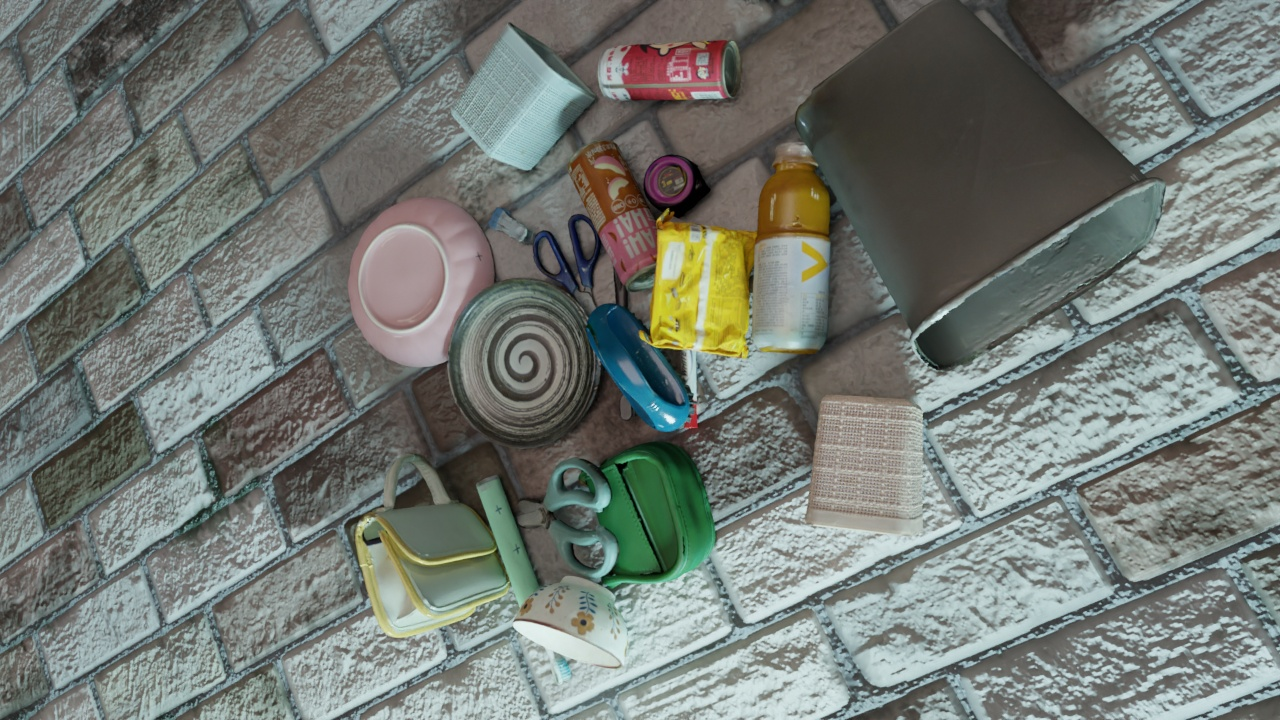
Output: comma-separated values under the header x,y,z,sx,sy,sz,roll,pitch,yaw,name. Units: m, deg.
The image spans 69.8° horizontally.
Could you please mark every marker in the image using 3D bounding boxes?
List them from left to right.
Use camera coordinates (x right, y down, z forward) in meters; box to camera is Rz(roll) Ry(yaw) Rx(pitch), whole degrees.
x,y,z,sx,sy,sz,roll,pitch,yaw,name
0.047,-0.006,0.895,0.017,0.017,0.145,-2,86,23,marker

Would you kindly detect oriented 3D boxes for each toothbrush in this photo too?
x,y,z,sx,sy,sz,roll,pitch,yaw,name
-0.122,0.226,0.951,0.027,0.027,0.224,-39,69,53,toothbrush
-0.017,-0.029,0.926,0.016,0.018,0.181,-5,83,20,toothbrush

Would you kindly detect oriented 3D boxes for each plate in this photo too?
x,y,z,sx,sy,sz,roll,pitch,yaw,name
-0.253,-0.089,1.018,0.193,0.039,0.192,-1,87,23,plate
-0.120,0.003,0.960,0.180,0.024,0.179,0,91,22,plate

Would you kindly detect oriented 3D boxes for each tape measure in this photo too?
x,y,z,sx,sy,sz,roll,pitch,yaw,name
0.034,-0.171,0.898,0.057,0.039,0.058,-42,77,16,tape measure

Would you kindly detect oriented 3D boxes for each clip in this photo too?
x,y,z,sx,sy,sz,roll,pitch,yaw,name
-0.138,-0.143,0.982,0.057,0.032,0.025,35,98,25,clip

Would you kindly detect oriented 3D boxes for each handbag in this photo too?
x,y,z,sx,sy,sz,roll,pitch,yaw,name
-0.212,0.173,0.919,0.063,0.163,0.178,-28,76,18,handbag
0.002,0.148,0.885,0.120,0.067,0.131,-20,81,30,handbag

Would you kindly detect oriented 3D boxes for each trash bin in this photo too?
x,y,z,sx,sy,sz,roll,pitch,yaw,name
0.253,-0.137,0.728,0.199,0.198,0.219,-35,67,16,trash bin

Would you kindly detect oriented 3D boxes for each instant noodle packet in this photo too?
x,y,z,sx,sy,sz,roll,pitch,yaw,name
0.057,-0.071,0.859,0.110,0.044,0.128,7,91,-18,instant noodle packet

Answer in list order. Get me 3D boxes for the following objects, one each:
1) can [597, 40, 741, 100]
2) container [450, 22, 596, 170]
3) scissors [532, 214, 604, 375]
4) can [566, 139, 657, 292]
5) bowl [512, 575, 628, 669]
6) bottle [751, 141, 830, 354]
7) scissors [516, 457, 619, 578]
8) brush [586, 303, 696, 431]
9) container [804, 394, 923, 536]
x,y,z,sx,sy,sz,roll,pitch,yaw,name
0.028,-0.283,0.898,0.133,0.053,0.053,6,89,24,can
-0.124,-0.266,0.946,0.112,0.089,0.090,-47,71,17,container
-0.068,-0.065,0.952,0.133,0.012,0.172,8,91,22,scissors
-0.019,-0.144,0.909,0.058,0.057,0.147,-30,76,19,can
-0.060,0.249,0.889,0.114,0.113,0.062,9,58,24,bowl
0.138,-0.101,0.833,0.068,0.068,0.189,2,87,23,bottle
-0.080,0.140,0.906,0.180,0.019,0.143,9,103,51,scissors
-0.005,0.005,0.871,0.055,0.073,0.144,-40,72,17,brush
0.196,0.088,0.788,0.090,0.089,0.111,3,86,23,container
